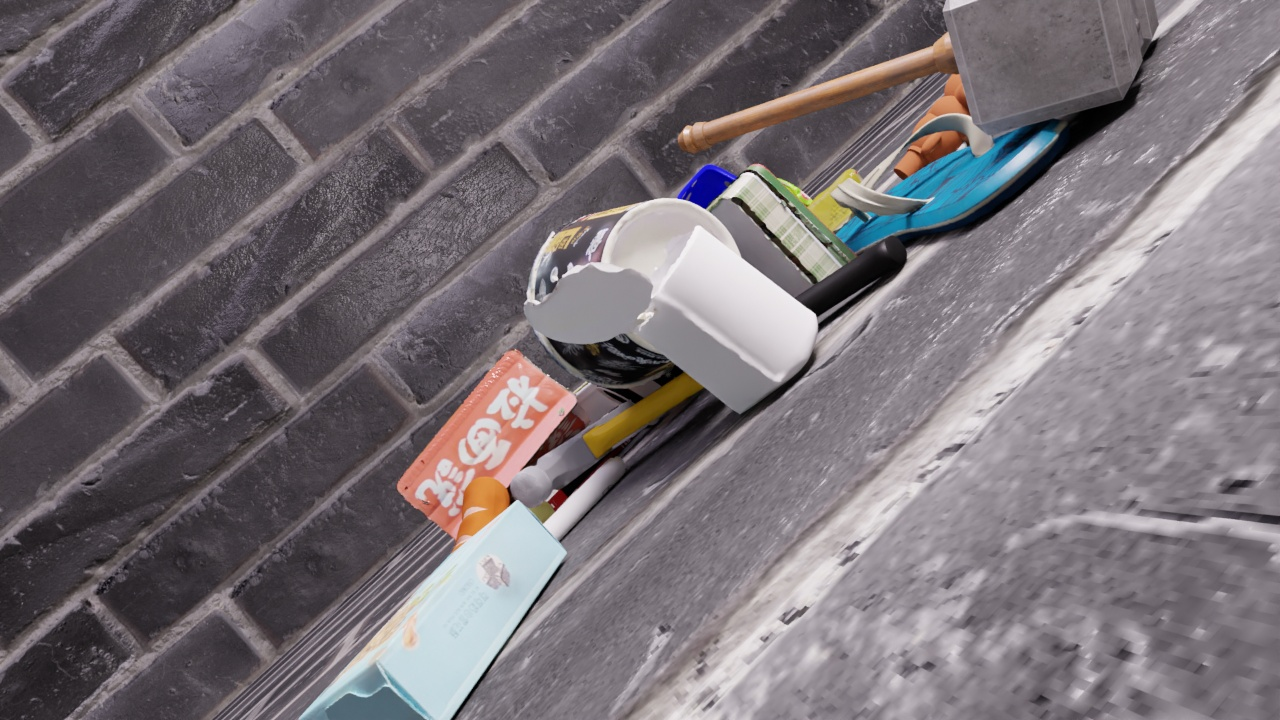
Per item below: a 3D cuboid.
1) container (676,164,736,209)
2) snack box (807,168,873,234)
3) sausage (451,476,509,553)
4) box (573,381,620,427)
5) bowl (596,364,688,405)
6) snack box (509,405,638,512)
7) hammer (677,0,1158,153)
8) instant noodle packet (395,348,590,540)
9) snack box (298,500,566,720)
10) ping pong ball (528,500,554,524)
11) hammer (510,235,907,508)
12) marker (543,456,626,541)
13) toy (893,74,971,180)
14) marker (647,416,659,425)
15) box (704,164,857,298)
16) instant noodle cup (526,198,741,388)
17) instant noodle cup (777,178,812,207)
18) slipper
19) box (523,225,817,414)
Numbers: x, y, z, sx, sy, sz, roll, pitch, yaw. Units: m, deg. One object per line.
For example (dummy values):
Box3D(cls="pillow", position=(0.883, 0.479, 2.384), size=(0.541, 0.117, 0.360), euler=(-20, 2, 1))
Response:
Box3D(cls="container", position=(0.064, -0.104, 0.857), size=(0.084, 0.085, 0.114), euler=(-52, -10, -45))
Box3D(cls="snack box", position=(0.166, -0.125, 0.885), size=(0.121, 0.045, 0.180), euler=(-44, -3, 11))
Box3D(cls="sausage", position=(-0.126, 0.146, 0.695), size=(0.164, 0.044, 0.039), euler=(-85, 18, -63))
Box3D(cls="box", position=(-0.016, 0.029, 0.981), size=(0.037, 0.064, 0.210), euler=(-53, 9, -36))
Box3D(cls="bowl", position=(-0.005, 0.005, 0.793), size=(0.066, 0.120, 0.120), euler=(-63, 8, -12))
Box3D(cls="snack box", position=(-0.062, 0.101, 0.833), size=(0.140, 0.032, 0.051), euler=(-44, 4, -38))
Box3D(cls="hammer", position=(0.156, -0.188, 0.616), size=(0.319, 0.083, 0.162), euler=(-9, 22, 38))
Box3D(cls="instant noodle packet", position=(-0.124, 0.102, 0.892), size=(0.164, 0.084, 0.221), euler=(-52, -13, -11))
Box3D(cls="snack box", position=(-0.112, 0.155, 0.533), size=(0.075, 0.053, 0.174), euler=(-39, 5, 27))
Box3D(cls="ping pong ball", position=(-0.084, 0.125, 0.706), size=(0.040, 0.040, 0.040), euler=(-41, 3, 3))
Box3D(cls="hammer", position=(0.047, 0.008, 0.659), size=(0.324, 0.029, 0.126), euler=(-34, -2, 29))
Box3D(cls="marker", position=(-0.056, 0.116, 0.677), size=(0.133, 0.017, 0.020), euler=(-43, -12, -30))
Box3D(cls="toy", position=(0.276, -0.204, 0.795), size=(0.128, 0.065, 0.095), euler=(-50, -5, 2))
Box3D(cls="marker", position=(-0.003, 0.055, 0.888), size=(0.017, 0.017, 0.145), euler=(-42, 4, -10))
Box3D(cls="box", position=(0.075, -0.068, 0.741), size=(0.050, 0.117, 0.206), euler=(-45, 3, -27))
Box3D(cls="instant noodle cup", position=(0.003, -0.052, 0.643), size=(0.137, 0.137, 0.112), euler=(-43, 12, -21))
Box3D(cls="instant noodle cup", position=(0.157, -0.148, 1.109), size=(0.108, 0.099, 0.099), euler=(-49, 4, -4))
Box3D(cls="slipper", position=(0.193, -0.128, 0.640), size=(0.118, 0.060, 0.295), euler=(-38, 4, -2))
Box3D(cls="box", position=(0.022, -0.025, 0.529), size=(0.085, 0.156, 0.125), euler=(-43, 11, 48))
